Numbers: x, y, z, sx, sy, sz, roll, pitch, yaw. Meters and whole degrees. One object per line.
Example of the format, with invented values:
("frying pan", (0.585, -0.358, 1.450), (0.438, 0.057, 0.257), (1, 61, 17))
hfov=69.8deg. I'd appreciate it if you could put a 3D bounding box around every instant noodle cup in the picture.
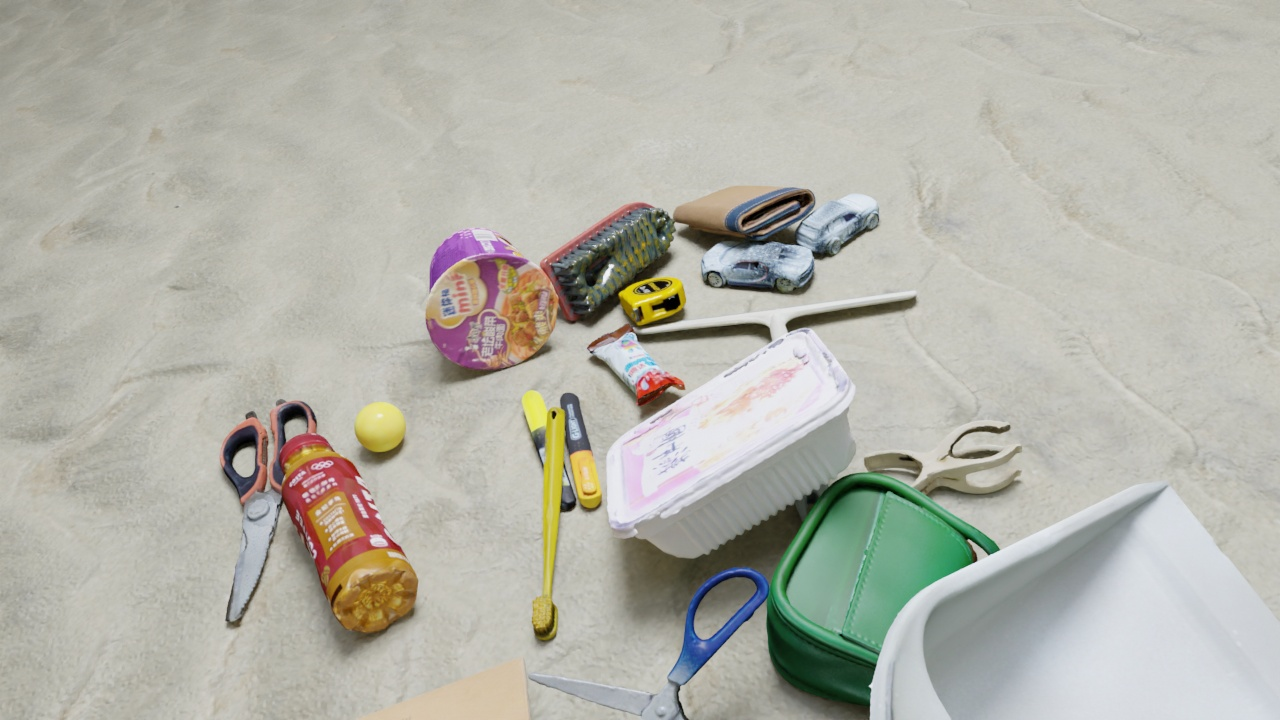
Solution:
("instant noodle cup", (0.064, 0.061, 0.607), (0.173, 0.060, 0.138), (-34, 18, 9))
("instant noodle cup", (-0.139, -0.061, 0.810), (0.111, 0.112, 0.099), (-20, 32, -9))

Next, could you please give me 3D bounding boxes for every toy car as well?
("toy car", (0.105, -0.089, 0.835), (0.106, 0.031, 0.048), (6, 42, 22))
("toy car", (0.185, -0.132, 0.863), (0.090, 0.034, 0.043), (-32, 42, -23))

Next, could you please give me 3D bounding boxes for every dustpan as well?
("dustpan", (0.223, 0.172, 0.396), (0.257, 0.143, 0.222), (-25, 62, -7))

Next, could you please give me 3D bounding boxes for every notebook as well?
("notebook", (-0.160, 0.225, 0.495), (0.211, 0.012, 0.149), (-19, 5, -8))

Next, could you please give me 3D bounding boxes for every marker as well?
("marker", (-0.071, 0.069, 0.712), (0.018, 0.015, 0.124), (-19, 45, -7))
("marker", (-0.048, 0.065, 0.709), (0.018, 0.015, 0.123), (-10, 38, -7))

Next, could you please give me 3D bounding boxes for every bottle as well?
("bottle", (-0.216, 0.115, 0.658), (0.057, 0.057, 0.175), (-29, 44, -19))

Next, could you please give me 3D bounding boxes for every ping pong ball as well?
("ping pong ball", (-0.210, 0.053, 0.739), (0.040, 0.040, 0.040), (-7, 41, 6))

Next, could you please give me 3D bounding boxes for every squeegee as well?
("squeegee", (0.114, 0.023, 0.700), (0.246, 0.039, 0.246), (-7, 42, 5))

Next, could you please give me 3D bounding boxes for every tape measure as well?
("tape measure", (0.012, -0.052, 0.812), (0.057, 0.029, 0.060), (-19, 23, -10))

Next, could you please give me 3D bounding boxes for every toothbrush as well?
("toothbrush", (-0.064, 0.107, 0.651), (0.016, 0.017, 0.189), (-7, 46, 6))

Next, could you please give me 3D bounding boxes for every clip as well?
("clip", (0.208, 0.073, 0.628), (0.101, 0.035, 0.076), (-13, 42, 6))

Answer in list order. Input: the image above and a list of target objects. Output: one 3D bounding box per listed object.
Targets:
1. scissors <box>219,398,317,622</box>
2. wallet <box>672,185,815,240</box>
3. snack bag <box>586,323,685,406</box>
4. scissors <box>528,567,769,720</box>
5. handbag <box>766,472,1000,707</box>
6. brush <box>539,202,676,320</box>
("scissors", (-0.309, 0.113, 0.716), (0.177, 0.015, 0.209), (14, 47, 24))
("wallet", (0.096, -0.144, 0.873), (0.090, 0.033, 0.115), (-25, 25, -24))
("snack bag", (-0.004, 0.004, 0.758), (0.045, 0.026, 0.105), (-30, 42, -13))
("scissors", (0.024, 0.188, 0.508), (0.176, 0.012, 0.162), (21, 86, 11))
("handbag", (0.142, 0.142, 0.547), (0.120, 0.068, 0.131), (24, 51, 24))
("brush", (-0.031, -0.101, 0.859), (0.145, 0.063, 0.069), (-40, 28, -30))
